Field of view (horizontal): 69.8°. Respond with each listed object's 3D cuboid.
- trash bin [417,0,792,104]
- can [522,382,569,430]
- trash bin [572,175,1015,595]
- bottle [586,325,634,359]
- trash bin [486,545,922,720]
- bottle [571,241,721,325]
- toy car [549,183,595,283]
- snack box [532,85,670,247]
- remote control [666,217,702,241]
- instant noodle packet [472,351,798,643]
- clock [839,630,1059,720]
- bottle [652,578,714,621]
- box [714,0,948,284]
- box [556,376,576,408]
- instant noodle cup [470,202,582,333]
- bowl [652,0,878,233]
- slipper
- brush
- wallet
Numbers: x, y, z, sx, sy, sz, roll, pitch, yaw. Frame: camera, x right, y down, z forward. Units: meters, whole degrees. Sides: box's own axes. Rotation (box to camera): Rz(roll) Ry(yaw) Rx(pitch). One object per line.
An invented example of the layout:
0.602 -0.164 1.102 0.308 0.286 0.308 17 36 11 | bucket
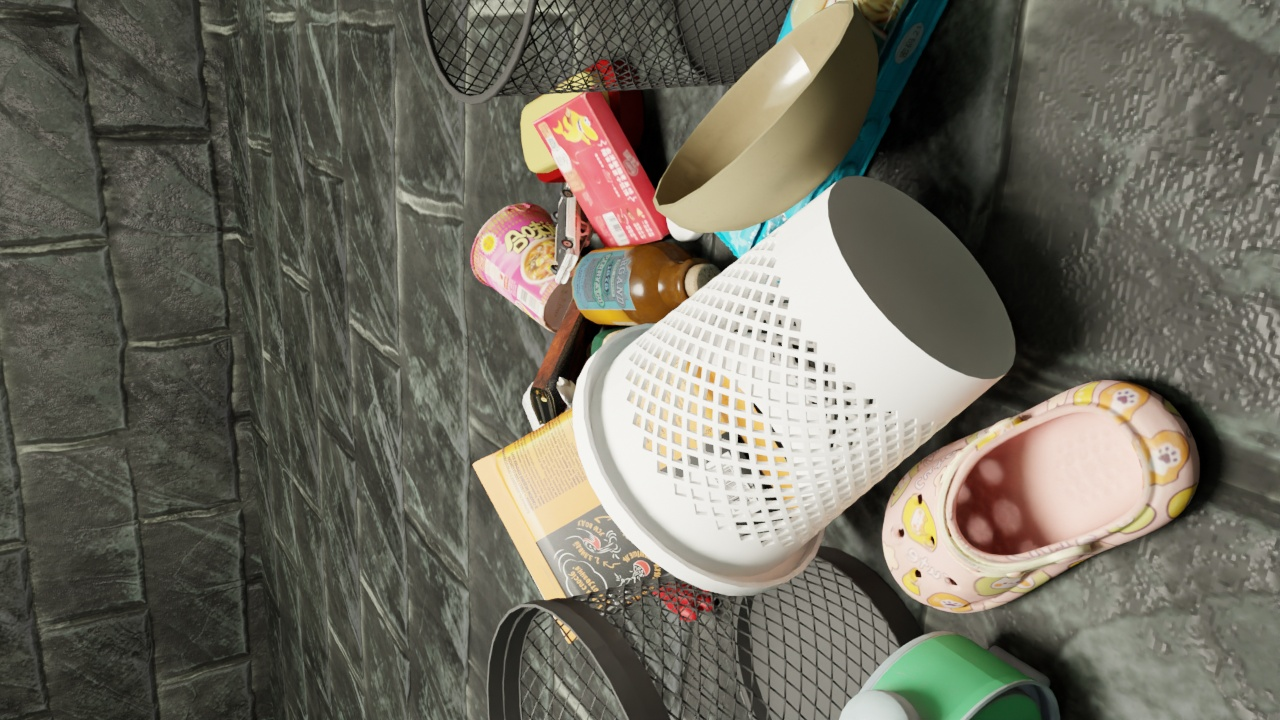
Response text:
-0.016 -0.263 0.610 0.184 0.209 0.184 18 111 55 | trash bin
-0.054 0.077 0.863 0.136 0.078 0.078 64 143 26 | can
0.094 0.008 0.543 0.200 0.195 0.195 -45 59 40 | trash bin
-0.005 0.005 0.787 0.131 0.061 0.061 20 115 54 | bottle
0.050 0.239 0.602 0.218 0.226 0.218 18 111 54 | trash bin
0.009 -0.061 0.746 0.157 0.067 0.068 5 101 56 | bottle
-0.059 -0.119 0.836 0.039 0.039 0.113 120 155 -44 | toy car
-0.032 -0.158 0.778 0.089 0.021 0.133 -4 121 57 | snack box
0.056 -0.144 0.707 0.137 0.013 0.043 -54 53 47 | remote control
-0.005 0.096 0.702 0.221 0.032 0.160 -32 82 13 | instant noodle packet
0.156 0.221 0.496 0.075 0.161 0.122 28 119 53 | clock
0.013 0.182 0.817 0.142 0.041 0.042 28 120 52 | bottle
0.111 -0.159 0.593 0.094 0.041 0.227 55 138 36 | box
-0.021 0.094 0.764 0.083 0.142 0.140 -15 -60 -82 | box
-0.095 -0.084 0.887 0.108 0.097 0.098 44 132 33 | instant noodle cup
0.077 -0.127 0.519 0.050 0.152 0.153 40 151 -17 | bowl
0.190 0.077 0.490 0.198 0.081 0.093 -49 56 47 | slipper
-0.062 -0.217 0.845 0.174 0.041 0.082 -4 94 57 | brush
-0.065 -0.006 0.820 0.072 0.019 0.122 87 -159 -58 | wallet
